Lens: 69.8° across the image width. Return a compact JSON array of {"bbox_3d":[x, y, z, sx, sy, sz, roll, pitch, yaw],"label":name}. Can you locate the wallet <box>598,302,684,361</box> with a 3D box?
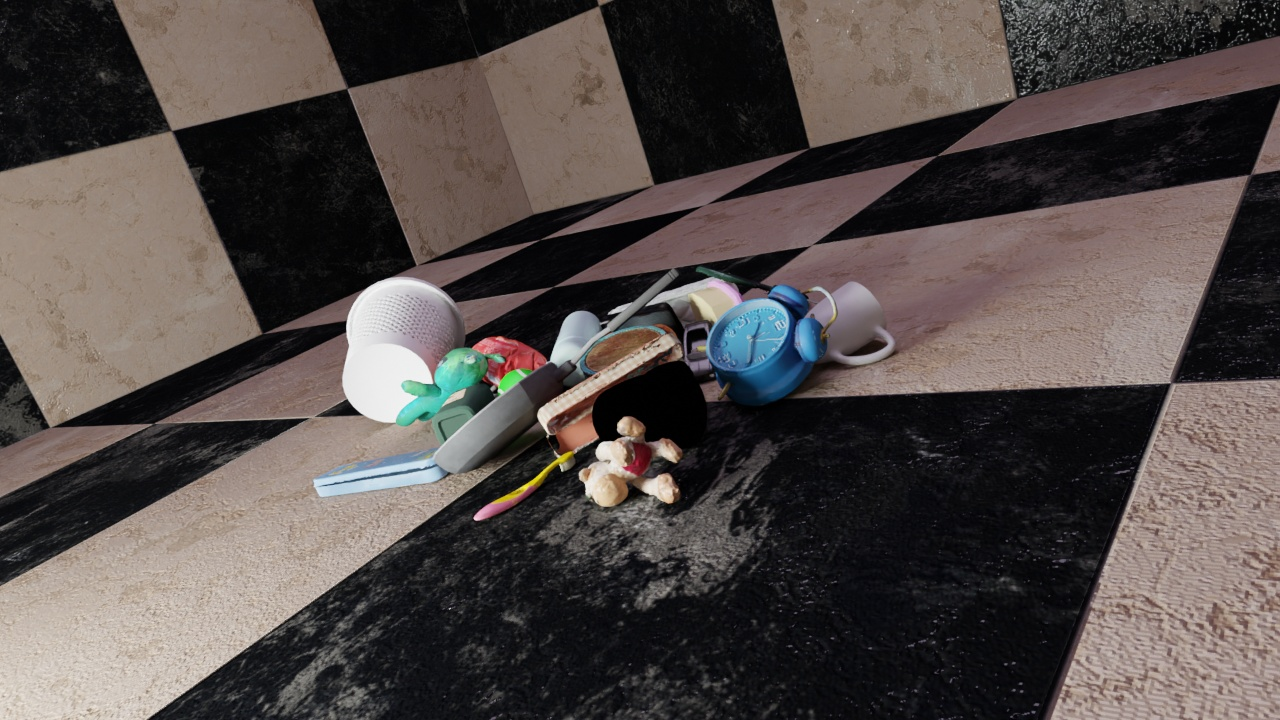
[{"bbox_3d":[0.010,-0.034,1.240,0.115,0.089,0.026,-9,38,30],"label":"wallet"}]

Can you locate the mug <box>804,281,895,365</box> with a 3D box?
[{"bbox_3d":[0.233,-0.028,1.042,0.089,0.071,0.107,-33,47,-12],"label":"mug"}]

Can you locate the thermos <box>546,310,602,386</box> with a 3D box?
[{"bbox_3d":[-0.094,-0.019,1.355,0.078,0.065,0.206,-17,16,6],"label":"thermos"}]

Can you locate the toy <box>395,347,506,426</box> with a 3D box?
[{"bbox_3d":[-0.267,0.039,1.285,0.194,0.072,0.130,-40,-16,31],"label":"toy"}]

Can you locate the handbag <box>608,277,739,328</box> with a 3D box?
[{"bbox_3d":[0.053,-0.068,1.353,0.195,0.072,0.138,-17,7,8],"label":"handbag"}]

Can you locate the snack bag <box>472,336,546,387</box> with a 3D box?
[{"bbox_3d":[-0.198,0.005,1.364,0.082,0.082,0.176,-25,18,-23],"label":"snack bag"}]

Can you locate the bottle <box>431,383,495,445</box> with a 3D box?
[{"bbox_3d":[-0.223,0.069,1.212,0.061,0.061,0.131,-18,16,11],"label":"bottle"}]

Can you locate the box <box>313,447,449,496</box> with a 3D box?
[{"bbox_3d":[-0.321,0.134,1.154,0.210,0.037,0.065,-10,16,26],"label":"box"}]

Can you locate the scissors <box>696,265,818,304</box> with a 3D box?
[{"bbox_3d":[0.174,-0.100,1.265,0.202,0.015,0.202,18,8,1],"label":"scissors"}]

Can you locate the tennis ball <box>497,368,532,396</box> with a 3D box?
[{"bbox_3d":[-0.156,0.044,1.217,0.065,0.065,0.065,-17,16,5],"label":"tennis ball"}]

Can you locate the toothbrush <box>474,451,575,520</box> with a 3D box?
[{"bbox_3d":[-0.119,0.135,0.967,0.135,0.016,0.021,-32,23,-34],"label":"toothbrush"}]

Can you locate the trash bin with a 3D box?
[{"bbox_3d":[-0.387,-0.007,1.465,0.195,0.195,0.199,-17,25,3],"label":"trash bin"}]

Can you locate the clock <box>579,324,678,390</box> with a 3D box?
[{"bbox_3d":[-0.007,0.006,1.151,0.121,0.073,0.157,-9,30,19],"label":"clock"}]

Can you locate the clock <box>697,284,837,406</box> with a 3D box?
[{"bbox_3d":[0.144,-0.022,1.009,0.161,0.060,0.116,-34,40,10],"label":"clock"}]

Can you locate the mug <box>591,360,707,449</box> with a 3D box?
[{"bbox_3d":[0.011,0.045,0.976,0.104,0.084,0.111,-13,36,44],"label":"mug"}]

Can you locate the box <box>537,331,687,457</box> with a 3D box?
[{"bbox_3d":[-0.028,0.040,1.037,0.187,0.085,0.048,-31,45,-11],"label":"box"}]

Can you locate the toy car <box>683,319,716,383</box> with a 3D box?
[{"bbox_3d":[0.074,-0.013,1.153,0.040,0.037,0.092,-13,49,14],"label":"toy car"}]

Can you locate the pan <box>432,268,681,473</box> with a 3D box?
[{"bbox_3d":[-0.090,0.017,1.050,0.358,0.041,0.178,-40,-2,11],"label":"pan"}]

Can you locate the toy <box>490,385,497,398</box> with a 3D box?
[{"bbox_3d":[-0.231,0.055,1.329,0.112,0.030,0.049,10,60,53],"label":"toy"}]

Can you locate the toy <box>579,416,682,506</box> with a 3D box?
[{"bbox_3d":[-0.021,0.102,0.861,0.106,0.085,0.074,-31,37,36],"label":"toy"}]

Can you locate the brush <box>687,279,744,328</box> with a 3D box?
[{"bbox_3d":[0.121,-0.045,1.166,0.043,0.089,0.228,-25,18,-8],"label":"brush"}]
